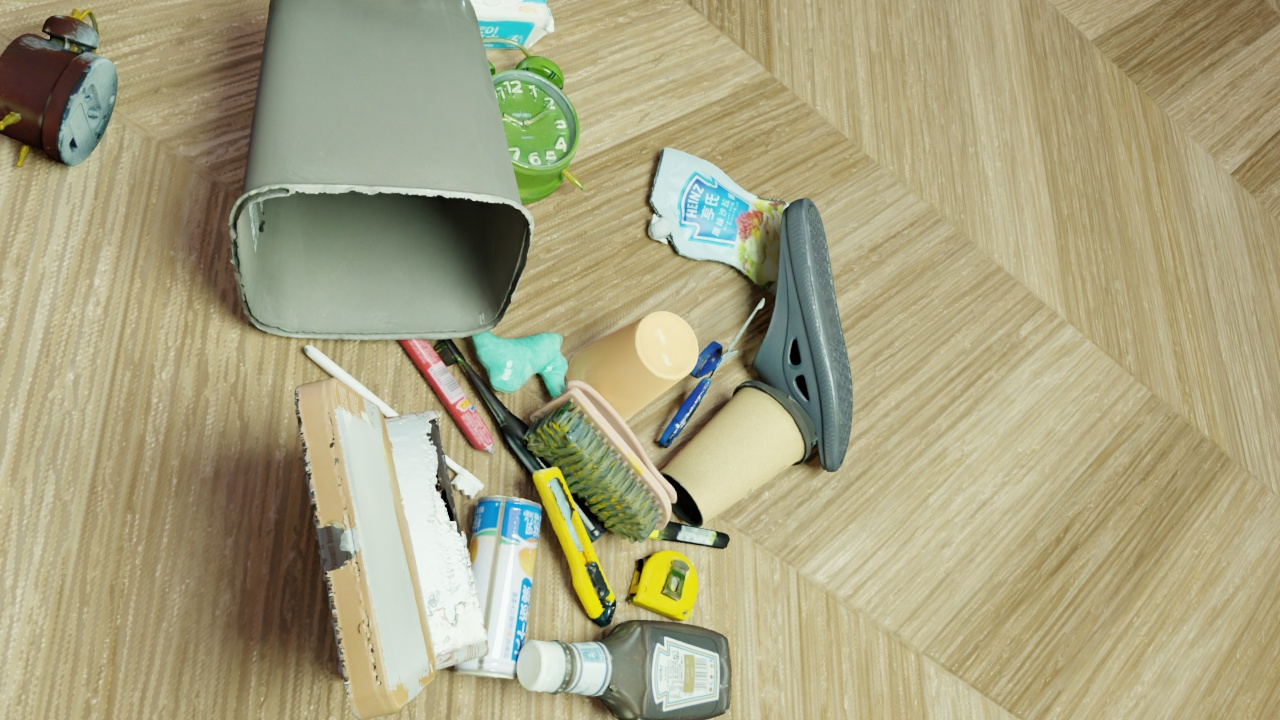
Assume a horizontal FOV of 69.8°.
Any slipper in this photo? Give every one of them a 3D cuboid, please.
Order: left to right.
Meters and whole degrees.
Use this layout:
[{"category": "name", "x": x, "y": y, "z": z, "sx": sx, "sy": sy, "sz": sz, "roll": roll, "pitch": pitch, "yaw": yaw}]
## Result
[{"category": "slipper", "x": 0.156, "y": -0.023, "z": 0.911, "sx": 0.110, "sy": 0.083, "sz": 0.268, "roll": -12, "pitch": 94, "yaw": -67}]

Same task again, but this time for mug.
[{"category": "mug", "x": -0.005, "y": 0.005, "z": 0.789, "sx": 0.078, "sy": 0.123, "sz": 0.078, "roll": 9, "pitch": 69, "yaw": -26}]

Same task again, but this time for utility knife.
[{"category": "utility knife", "x": -0.052, "y": 0.153, "z": 0.750, "sx": 0.033, "sy": 0.015, "sz": 0.154, "roll": -41, "pitch": 116, "yaw": -47}]

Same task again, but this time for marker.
[{"category": "marker", "x": 0.028, "y": 0.154, "z": 0.823, "sx": 0.124, "sy": 0.015, "sz": 0.018, "roll": 15, "pitch": 62, "yaw": -27}]

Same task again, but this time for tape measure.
[{"category": "tape measure", "x": 0.023, "y": 0.194, "z": 0.798, "sx": 0.060, "sy": 0.029, "sz": 0.057, "roll": 26, "pitch": 62, "yaw": -19}]

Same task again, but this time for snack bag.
[{"category": "snack bag", "x": 0.095, "y": -0.138, "z": 0.942, "sx": 0.191, "sy": 0.039, "sz": 0.110, "roll": 22, "pitch": 76, "yaw": -20}]

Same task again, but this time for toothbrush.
[{"category": "toothbrush", "x": -0.198, "y": 0.050, "z": 0.734, "sx": 0.180, "sy": 0.016, "sz": 0.016, "roll": 42, "pitch": 65, "yaw": -11}, {"category": "toothbrush", "x": -0.103, "y": 0.067, "z": 0.775, "sx": 0.027, "sy": 0.026, "sz": 0.212, "roll": -37, "pitch": 93, "yaw": 11}]

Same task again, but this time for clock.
[{"category": "clock", "x": -0.416, "y": -0.198, "z": 0.660, "sx": 0.055, "sy": 0.082, "sz": 0.121, "roll": 21, "pitch": 67, "yaw": -14}, {"category": "clock", "x": -0.116, "y": -0.224, "z": 0.844, "sx": 0.116, "sy": 0.056, "sz": 0.161, "roll": -10, "pitch": 79, "yaw": -32}]

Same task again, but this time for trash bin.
[{"category": "trash bin", "x": -0.199, "y": -0.153, "z": 0.693, "sx": 0.198, "sy": 0.200, "sz": 0.219, "roll": -1, "pitch": 65, "yaw": -20}]

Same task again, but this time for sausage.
[{"category": "sausage", "x": -0.167, "y": 0.014, "z": 0.760, "sx": 0.020, "sy": 0.020, "sz": 0.156, "roll": -36, "pitch": 92, "yaw": -32}]

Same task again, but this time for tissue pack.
[{"category": "tissue pack", "x": -0.154, "y": -0.346, "z": 0.859, "sx": 0.139, "sy": 0.063, "sz": 0.090, "roll": -12, "pitch": 80, "yaw": -31}]

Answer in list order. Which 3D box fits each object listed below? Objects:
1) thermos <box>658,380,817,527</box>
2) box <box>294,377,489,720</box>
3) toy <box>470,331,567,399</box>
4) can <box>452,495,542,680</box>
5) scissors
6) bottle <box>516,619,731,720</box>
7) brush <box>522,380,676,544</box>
[{"category": "thermos", "x": 0.086, "y": 0.085, "z": 0.837, "sx": 0.143, "sy": 0.093, "sz": 0.093, "roll": -37, "pitch": 93, "yaw": -25}, {"category": "box", "x": -0.163, "y": 0.119, "z": 0.590, "sx": 0.106, "sy": 0.273, "sz": 0.177, "roll": -11, "pitch": 79, "yaw": -17}, {"category": "toy", "x": -0.095, "y": 0.004, "z": 0.790, "sx": 0.091, "sy": 0.030, "sz": 0.096, "roll": -17, "pitch": 80, "yaw": -44}, {"category": "can", "x": -0.111, "y": 0.177, "z": 0.716, "sx": 0.053, "sy": 0.053, "sz": 0.134, "roll": 15, "pitch": 67, "yaw": -23}, {"category": "scissors", "x": 0.066, "y": 0.008, "z": 0.839, "sx": 0.012, "sy": 0.162, "sz": 0.176, "roll": 33, "pitch": 86, "yaw": 13}, {"category": "bottle", "x": -0.008, "y": 0.246, "z": 0.729, "sx": 0.194, "sy": 0.044, "sz": 0.079, "roll": 18, "pitch": 64, "yaw": -38}, {"category": "brush", "x": -0.026, "y": 0.086, "z": 0.769, "sx": 0.145, "sy": 0.063, "sz": 0.072, "roll": 48, "pitch": 42, "yaw": -11}]
